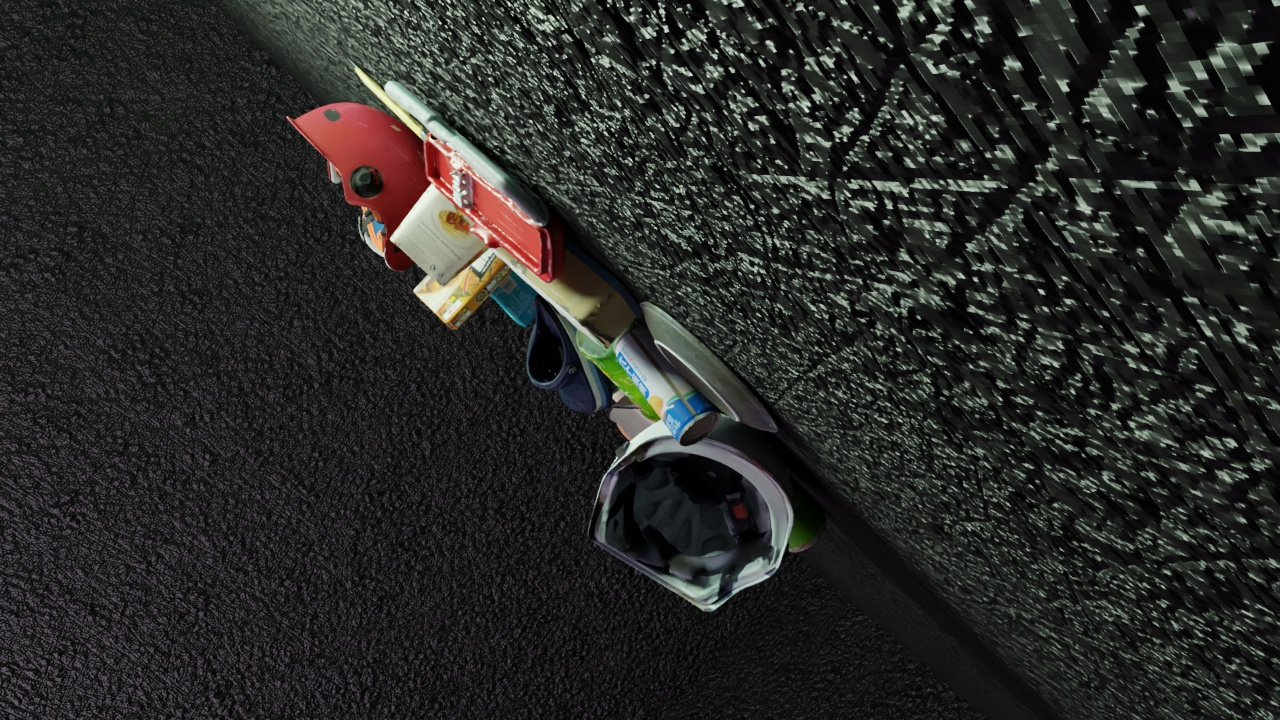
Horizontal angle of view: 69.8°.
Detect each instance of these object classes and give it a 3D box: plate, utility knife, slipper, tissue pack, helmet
[{"bbox_3d":[0.060,0.012,0.880,0.179,0.024,0.179,42,176,3],"label":"plate"},{"bbox_3d":[-0.291,-0.298,1.062,0.167,0.018,0.031,40,171,20],"label":"utility knife"},{"bbox_3d":[-0.106,0.003,1.252,0.105,0.095,0.253,53,164,32],"label":"slipper"},{"bbox_3d":[-0.194,-0.122,1.451,0.050,0.093,0.133,33,170,44],"label":"tissue pack"},{"bbox_3d":[0.055,0.102,1.319,0.205,0.045,0.205,24,162,8],"label":"plate"},{"bbox_3d":[0.074,0.154,1.086,0.229,0.259,0.145,28,-145,0],"label":"helmet"},{"bbox_3d":[-0.338,-0.248,1.212,0.240,0.143,0.207,60,168,-25],"label":"helmet"}]

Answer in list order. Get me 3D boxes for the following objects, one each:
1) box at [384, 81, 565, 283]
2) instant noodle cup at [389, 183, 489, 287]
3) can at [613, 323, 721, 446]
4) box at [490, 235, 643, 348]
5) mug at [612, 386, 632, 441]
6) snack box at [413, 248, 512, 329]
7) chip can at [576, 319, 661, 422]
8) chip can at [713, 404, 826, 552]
[{"bbox_3d":[-0.152,-0.171,0.863,0.201,0.058,0.161,41,164,28],"label":"box"},{"bbox_3d":[-0.211,-0.153,1.040,0.116,0.124,0.116,43,177,-9],"label":"instant noodle cup"},{"bbox_3d":[0.026,0.024,0.970,0.134,0.053,0.053,53,-179,27],"label":"can"},{"bbox_3d":[-0.077,-0.085,0.938,0.184,0.062,0.090,39,176,23],"label":"box"},{"bbox_3d":[0.008,0.076,1.440,0.106,0.114,0.082,45,151,-7],"label":"mug"},{"bbox_3d":[-0.201,-0.116,1.121,0.075,0.153,0.026,41,177,28],"label":"snack box"},{"bbox_3d":[-0.007,0.007,1.124,0.072,0.072,0.221,40,176,32],"label":"chip can"},{"bbox_3d":[0.146,0.154,1.208,0.236,0.072,0.072,45,176,-19],"label":"chip can"}]
